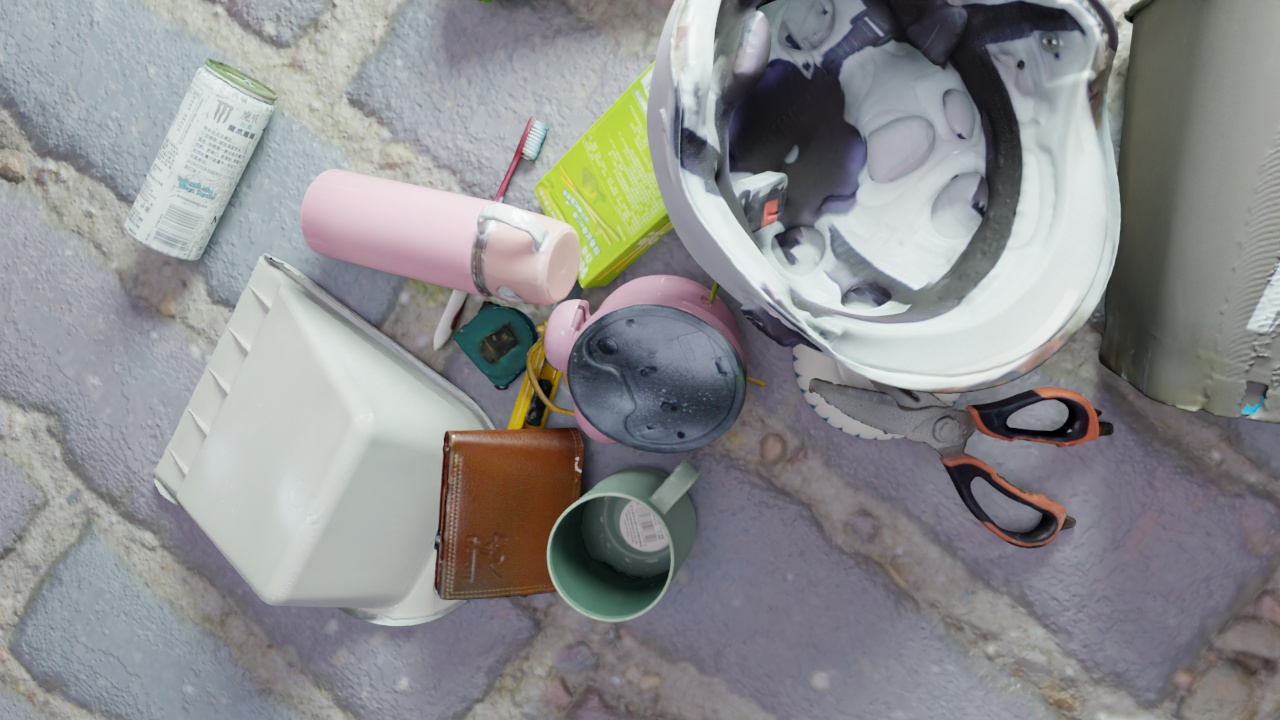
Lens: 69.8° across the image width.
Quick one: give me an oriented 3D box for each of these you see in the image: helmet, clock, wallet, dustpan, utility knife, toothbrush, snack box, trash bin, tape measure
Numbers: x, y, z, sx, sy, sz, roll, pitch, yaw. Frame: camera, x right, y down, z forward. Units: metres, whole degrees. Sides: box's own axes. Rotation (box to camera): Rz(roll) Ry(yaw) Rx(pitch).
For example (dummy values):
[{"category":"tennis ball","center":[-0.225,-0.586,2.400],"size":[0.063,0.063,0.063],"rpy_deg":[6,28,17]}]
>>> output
[{"category":"helmet","center":[0.112,-0.110,0.483],"size":[0.258,0.146,0.229],"rpy_deg":[42,84,-18]},{"category":"clock","center":[-0.004,0.004,0.619],"size":[0.159,0.059,0.117],"rpy_deg":[-14,121,19]},{"category":"wallet","center":[-0.093,0.107,0.649],"size":[0.101,0.032,0.124],"rpy_deg":[0,102,-27]},{"category":"dustpan","center":[-0.230,0.083,0.720],"size":[0.258,0.142,0.223],"rpy_deg":[39,103,37]},{"category":"utility knife","center":[-0.077,0.027,0.665],"size":[0.015,0.033,0.218],"rpy_deg":[21,94,54]},{"category":"toothbrush","center":[-0.111,-0.090,0.677],"size":[0.017,0.016,0.188],"rpy_deg":[25,99,0]},{"category":"snack box","center":[-0.003,-0.123,0.605],"size":[0.157,0.026,0.085],"rpy_deg":[-37,73,38]},{"category":"trash bin","center":[0.358,-0.085,0.487],"size":[0.199,0.198,0.220],"rpy_deg":[8,102,12]},{"category":"tape measure","center":[-0.104,-0.014,0.675],"size":[0.054,0.025,0.058],"rpy_deg":[-43,85,13]}]

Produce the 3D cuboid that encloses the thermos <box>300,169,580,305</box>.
[{"category":"thermos","center":[-0.141,-0.089,0.631],"size":[0.199,0.087,0.067],"rpy_deg":[15,70,23]}]

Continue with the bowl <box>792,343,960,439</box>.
[{"category":"bowl","center":[0.156,-0.003,0.596],"size":[0.116,0.066,0.116],"rpy_deg":[1,94,12]}]

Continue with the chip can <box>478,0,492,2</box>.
[{"category":"chip can","center":[-0.020,-0.294,0.610],"size":[0.221,0.072,0.072],"rpy_deg":[-6,93,13]}]

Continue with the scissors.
[{"category":"scissors","center":[0.206,0.041,0.568],"size":[0.213,0.015,0.197],"rpy_deg":[-20,109,-8]}]

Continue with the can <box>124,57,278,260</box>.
[{"category":"can","center":[-0.334,-0.151,0.699],"size":[0.058,0.058,0.147],"rpy_deg":[33,100,8]}]

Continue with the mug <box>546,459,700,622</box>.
[{"category":"mug","center":[0.000,0.109,0.619],"size":[0.082,0.106,0.112],"rpy_deg":[42,102,7]}]
